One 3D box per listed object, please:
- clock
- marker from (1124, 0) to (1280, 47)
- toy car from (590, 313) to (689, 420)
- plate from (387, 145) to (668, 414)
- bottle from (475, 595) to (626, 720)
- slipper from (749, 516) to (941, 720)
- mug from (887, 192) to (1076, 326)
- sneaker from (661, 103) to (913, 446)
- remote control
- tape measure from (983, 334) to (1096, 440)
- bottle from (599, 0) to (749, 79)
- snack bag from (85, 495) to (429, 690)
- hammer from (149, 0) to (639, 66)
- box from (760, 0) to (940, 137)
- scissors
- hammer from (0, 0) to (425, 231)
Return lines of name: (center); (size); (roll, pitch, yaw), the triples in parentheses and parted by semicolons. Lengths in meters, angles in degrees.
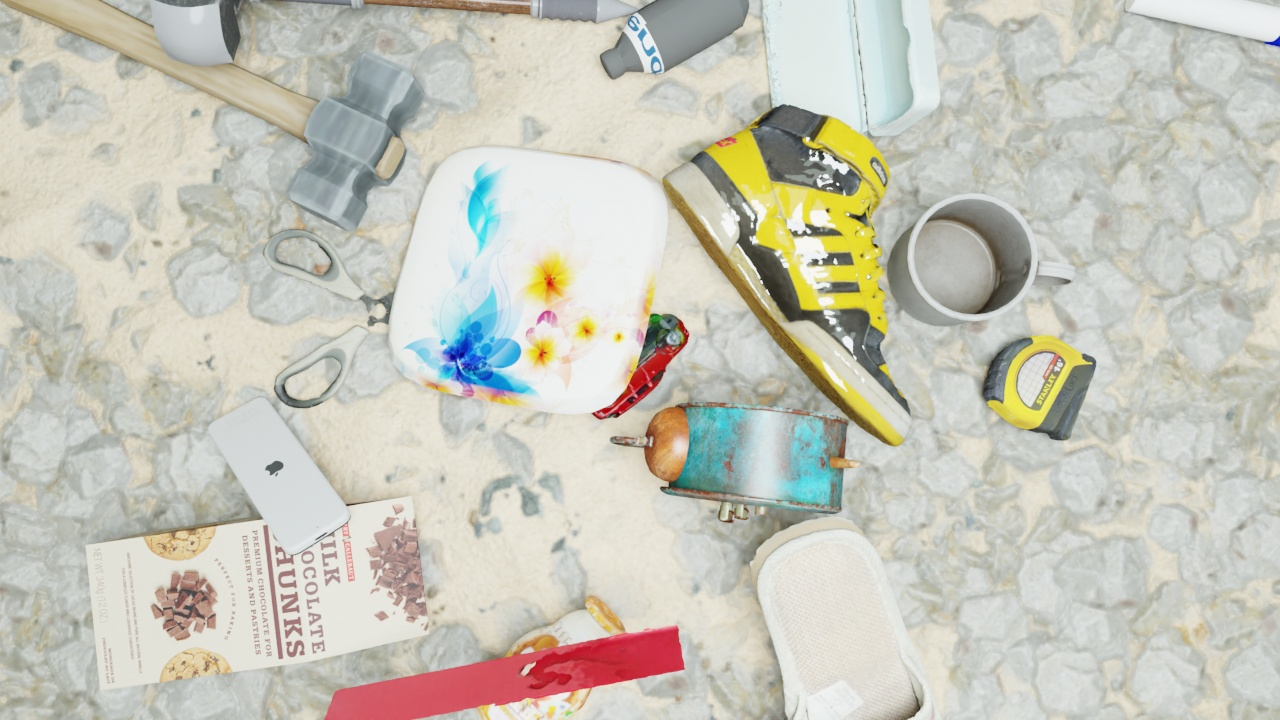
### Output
clock: (0.057, 0.068, 0.602); (0.158, 0.121, 0.073); (6, 83, 6)
marker: (0.419, -0.247, 0.658); (0.133, 0.027, 0.023); (14, 87, 4)
toy car: (-0.004, 0.004, 0.644); (0.091, 0.042, 0.036); (-45, 117, 5)
plate: (-0.082, -0.063, 0.637); (0.187, 0.016, 0.186); (10, 79, 12)
bottle: (-0.059, 0.210, 0.623); (0.063, 0.063, 0.109); (45, 88, 3)
slipper: (0.136, 0.225, 0.586); (0.115, 0.052, 0.263); (-18, 106, -1)
mug: (0.231, -0.063, 0.628); (0.113, 0.070, 0.084); (11, 87, 2)
sneaker: (0.132, -0.065, 0.619); (0.122, 0.086, 0.238); (-39, 89, 2)
remote control: (-0.245, 0.074, 0.617); (0.045, 0.008, 0.147); (-33, 49, -23)
tape measure: (0.275, 0.016, 0.640); (0.064, 0.037, 0.065); (21, 85, 2)
bottle: (0.023, -0.236, 0.655); (0.112, 0.047, 0.047); (-30, 86, 0)
snack bag: (-0.252, 0.154, 0.627); (0.206, 0.070, 0.094); (-8, 86, 1)
hammer: (-0.161, -0.259, 0.650); (0.322, 0.043, 0.155); (1, 52, -8)
box: (0.142, -0.254, 0.643); (0.122, 0.078, 0.197); (-7, 85, 20)
scissors: (-0.209, -0.031, 0.666); (0.170, 0.012, 0.157); (32, 89, 2)
hammer: (-0.319, -0.211, 0.664); (0.323, 0.051, 0.117); (26, 85, 5)
